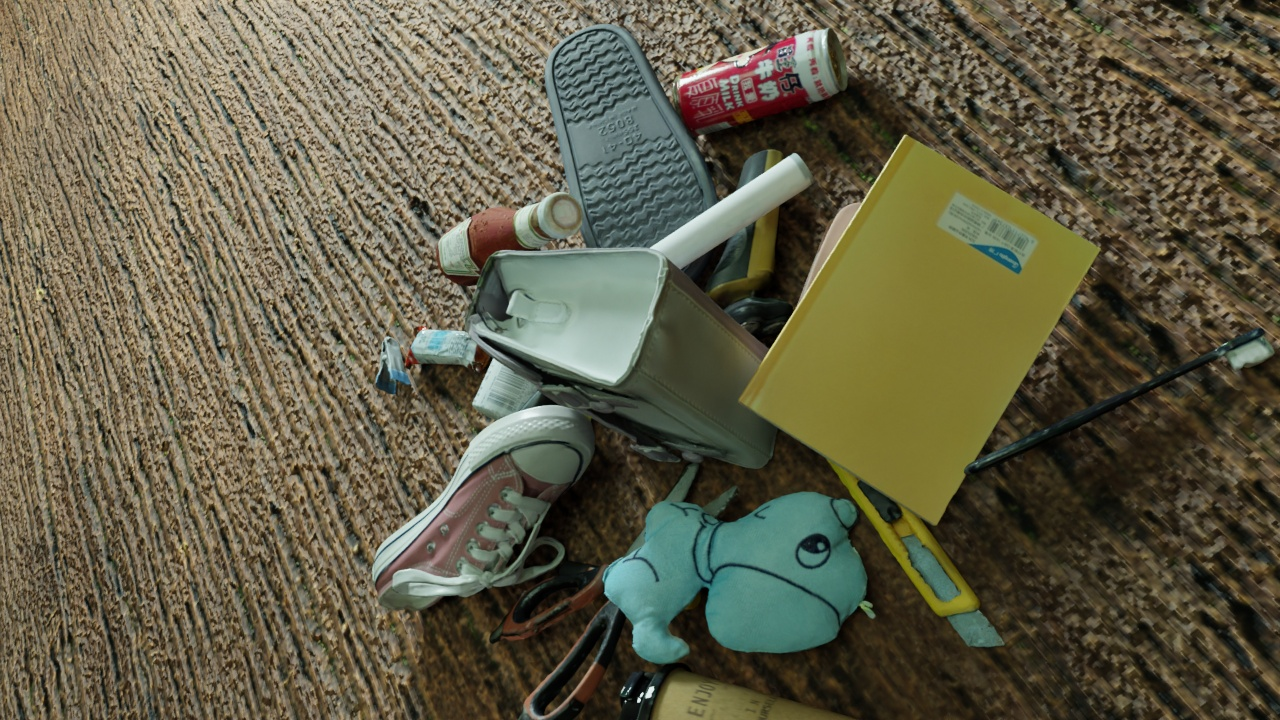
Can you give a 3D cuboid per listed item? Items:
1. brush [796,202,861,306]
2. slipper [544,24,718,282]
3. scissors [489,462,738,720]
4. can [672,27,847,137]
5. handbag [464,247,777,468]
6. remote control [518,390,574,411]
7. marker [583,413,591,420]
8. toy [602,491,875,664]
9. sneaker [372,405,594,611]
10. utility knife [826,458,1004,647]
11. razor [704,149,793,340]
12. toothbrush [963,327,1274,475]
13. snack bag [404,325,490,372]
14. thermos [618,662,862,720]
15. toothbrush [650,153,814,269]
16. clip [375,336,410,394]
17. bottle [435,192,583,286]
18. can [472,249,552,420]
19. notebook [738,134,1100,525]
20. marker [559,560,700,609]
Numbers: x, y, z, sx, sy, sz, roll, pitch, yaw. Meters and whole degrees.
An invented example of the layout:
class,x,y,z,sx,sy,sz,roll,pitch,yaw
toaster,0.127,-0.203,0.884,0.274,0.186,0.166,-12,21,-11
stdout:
class,x,y,z,sx,sy,sz,roll,pitch,yaw
brush,0.132,-0.030,0.622,0.063,0.073,0.145,16,75,35
slipper,-0.004,-0.159,0.763,0.111,0.083,0.267,-21,66,7
scissors,-0.024,0.163,0.643,0.225,0.015,0.188,-24,35,27
can,0.096,-0.224,0.744,0.133,0.053,0.053,-10,65,29
handbag,-0.004,0.004,0.618,0.145,0.197,0.098,13,76,36
remote control,-0.095,0.072,0.729,0.137,0.053,0.024,-49,52,18
marker,-0.045,0.026,0.751,0.018,0.015,0.124,-14,59,37
toy,0.069,0.137,0.586,0.156,0.050,0.161,31,67,20
sneaker,-0.118,0.131,0.692,0.242,0.118,0.087,-42,43,22
utility knife,0.167,0.105,0.579,0.033,0.015,0.177,-39,54,12
razor,0.089,-0.087,0.697,0.067,0.062,0.167,10,66,4
toothbrush,0.275,0.029,0.537,0.181,0.015,0.018,-27,68,14
snack bag,-0.177,-0.012,0.841,0.105,0.026,0.045,3,62,32
thermos,0.061,0.235,0.548,0.143,0.093,0.093,0,69,25
toothbrush,0.027,-0.080,0.673,0.221,0.026,0.026,-33,70,5
clip,-0.238,0.003,0.876,0.044,0.027,0.058,-30,56,28
bottle,-0.112,-0.104,0.774,0.206,0.059,0.059,-7,63,57
can,-0.085,-0.015,0.765,0.058,0.058,0.146,17,79,36
notebook,0.176,-0.022,0.578,0.146,0.010,0.206,32,85,4
marker,-0.010,0.162,0.669,0.124,0.015,0.018,2,67,36
